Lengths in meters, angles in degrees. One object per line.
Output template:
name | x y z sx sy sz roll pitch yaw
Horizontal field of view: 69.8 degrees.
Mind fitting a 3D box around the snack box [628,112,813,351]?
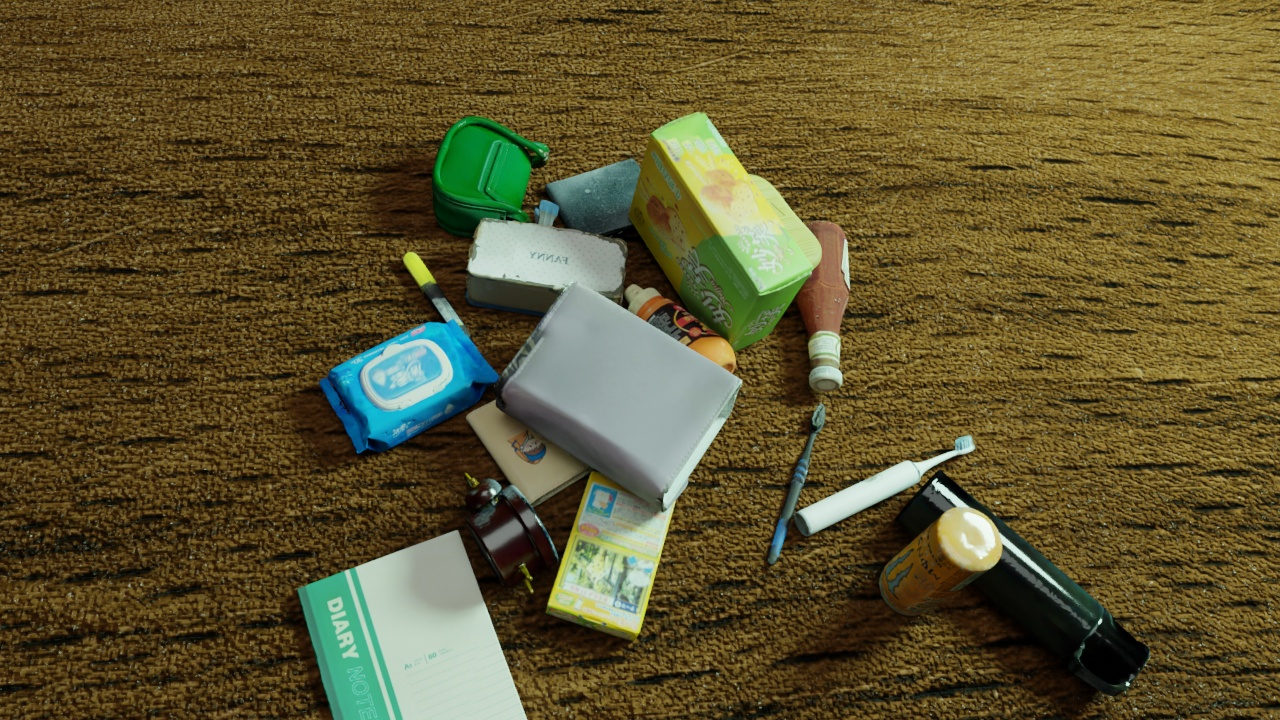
snack box | 0.076 -0.128 0.967 0.070 0.158 0.210 -26 73 -19

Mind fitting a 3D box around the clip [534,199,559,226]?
clip | -0.111 -0.151 1.043 0.027 0.045 0.058 22 60 -27

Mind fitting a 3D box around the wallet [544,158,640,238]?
wallet | -0.039 -0.187 1.076 0.120 0.019 0.097 -21 64 -17

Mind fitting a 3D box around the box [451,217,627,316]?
box | -0.108 -0.097 0.993 0.184 0.060 0.089 9 58 -1

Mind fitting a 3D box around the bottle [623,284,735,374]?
bottle | 0.034 -0.030 0.976 0.066 0.067 0.149 -32 62 -24

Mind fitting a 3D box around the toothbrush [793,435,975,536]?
toothbrush | 0.254 0.124 0.934 0.220 0.027 0.026 -21 107 -19

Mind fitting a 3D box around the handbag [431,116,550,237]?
handbag | -0.171 -0.206 1.040 0.120 0.068 0.131 11 59 -3

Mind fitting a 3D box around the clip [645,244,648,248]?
clip | 0.034 -0.138 1.064 0.056 0.014 0.039 10 59 0

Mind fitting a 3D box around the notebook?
notebook | -0.195 0.266 0.793 0.150 0.012 0.209 -19 65 -18

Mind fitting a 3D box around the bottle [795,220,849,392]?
bottle | 0.202 -0.061 1.018 0.060 0.060 0.205 7 59 -5

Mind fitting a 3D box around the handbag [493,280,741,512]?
handbag | -0.023 0.037 0.882 0.197 0.099 0.144 31 60 12

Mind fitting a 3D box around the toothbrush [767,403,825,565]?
toothbrush | 0.159 0.122 0.929 0.014 0.016 0.189 19 59 11

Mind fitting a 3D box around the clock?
clock | -0.124 0.150 0.831 0.055 0.082 0.122 -31 71 -17

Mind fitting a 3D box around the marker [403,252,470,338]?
marker | -0.218 -0.067 0.984 0.018 0.015 0.124 -30 71 -22

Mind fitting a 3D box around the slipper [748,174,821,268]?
slipper | 0.128 -0.141 1.038 0.091 0.082 0.190 -12 44 -25

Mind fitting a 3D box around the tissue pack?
tissue pack | -0.227 0.021 0.907 0.156 0.052 0.095 -28 68 -22

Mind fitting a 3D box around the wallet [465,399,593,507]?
wallet | -0.106 0.079 0.909 0.087 0.024 0.115 -28 65 -25

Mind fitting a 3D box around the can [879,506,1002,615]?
can | 0.268 0.185 0.830 0.058 0.146 0.058 4 59 -6

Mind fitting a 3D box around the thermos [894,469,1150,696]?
thermos | 0.356 0.211 0.867 0.242 0.069 0.089 41 27 16

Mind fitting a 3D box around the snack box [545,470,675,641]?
snack box | -0.026 0.180 0.856 0.087 0.034 0.140 17 57 1
